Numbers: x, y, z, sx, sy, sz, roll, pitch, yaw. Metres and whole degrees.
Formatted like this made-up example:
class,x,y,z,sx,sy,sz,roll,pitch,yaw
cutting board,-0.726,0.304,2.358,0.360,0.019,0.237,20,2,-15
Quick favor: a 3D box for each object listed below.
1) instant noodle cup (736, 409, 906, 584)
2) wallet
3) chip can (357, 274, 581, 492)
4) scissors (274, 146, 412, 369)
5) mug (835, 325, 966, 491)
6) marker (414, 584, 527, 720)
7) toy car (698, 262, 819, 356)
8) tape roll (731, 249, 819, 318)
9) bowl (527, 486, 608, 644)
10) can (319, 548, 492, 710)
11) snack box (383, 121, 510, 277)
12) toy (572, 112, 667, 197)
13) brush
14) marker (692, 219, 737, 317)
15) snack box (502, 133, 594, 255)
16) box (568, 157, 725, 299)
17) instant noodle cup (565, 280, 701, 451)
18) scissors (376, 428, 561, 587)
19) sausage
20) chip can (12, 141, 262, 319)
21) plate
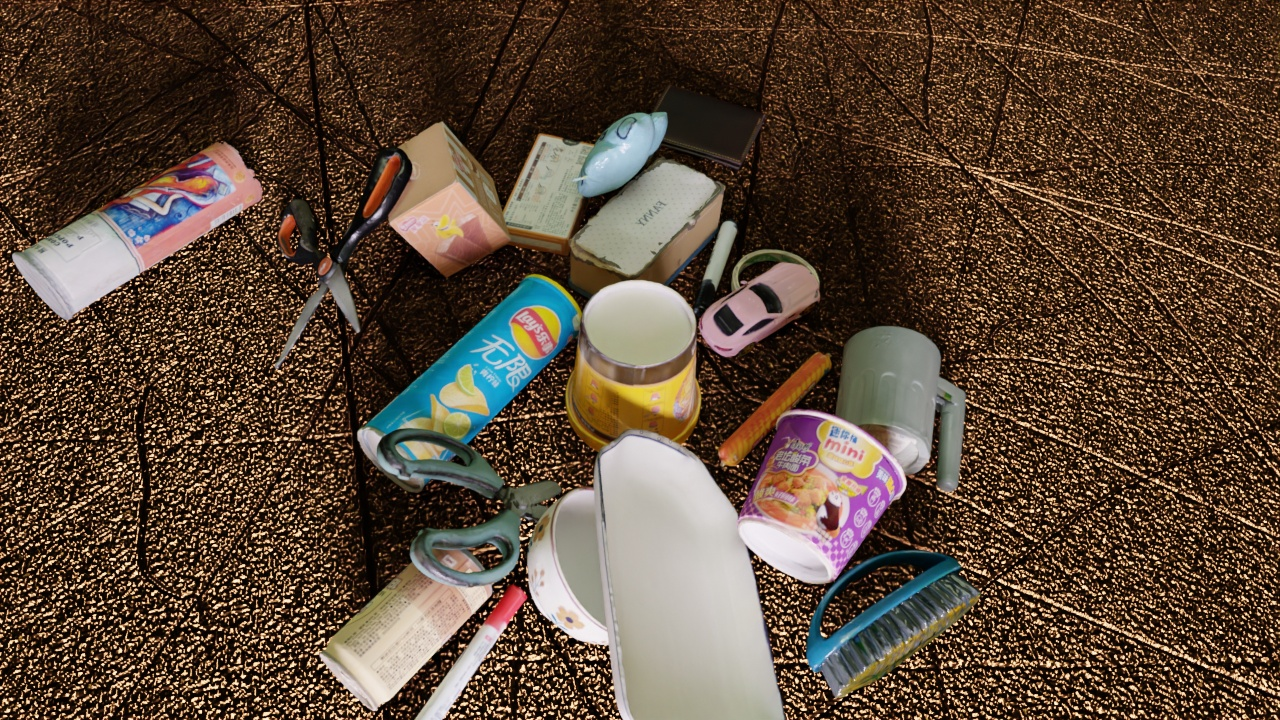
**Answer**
class,x,y,z,sx,sy,sz,roll,pitch,yaw
instant noodle cup,0.133,0.108,0.705,0.111,0.112,0.099,27,62,17
wallet,0.072,-0.268,1.050,0.122,0.020,0.096,20,58,10
chip can,-0.139,0.015,0.780,0.071,0.071,0.209,30,56,19
scissors,-0.286,-0.102,0.842,0.221,0.021,0.233,27,85,43
mug,0.225,0.045,0.782,0.124,0.084,0.103,29,52,-13
marker,-0.127,0.222,0.652,0.017,0.017,0.144,26,55,16
toy car,0.111,-0.050,0.854,0.122,0.037,0.056,-32,69,-9
tape roll,0.133,-0.075,0.904,0.086,0.014,0.085,1,52,-2
bowl,-0.041,0.156,0.668,0.113,0.062,0.113,35,35,-30
can,-0.164,0.184,0.652,0.058,0.059,0.116,33,57,21
snack box,-0.189,-0.153,0.881,0.077,0.094,0.092,-28,54,10
toy,-0.019,-0.203,0.910,0.050,0.162,0.155,43,59,-3
brush,0.179,0.183,0.676,0.143,0.055,0.073,-25,59,-21
marker,0.076,-0.094,0.911,0.018,0.023,0.130,32,53,-15
snack box,-0.092,-0.177,0.962,0.075,0.026,0.153,12,52,5
box,0.004,-0.121,0.904,0.090,0.062,0.183,32,58,21
instant noodle cup,-0.005,0.004,0.769,0.118,0.115,0.118,1,51,-2
scissors,-0.126,0.096,0.693,0.172,0.019,0.176,48,29,15
sausage,0.120,0.041,0.806,0.021,0.021,0.164,36,58,23
chip can,-0.470,-0.128,0.873,0.071,0.071,0.214,33,56,21
plate,0.025,0.172,0.648,0.162,0.034,0.265,26,41,-38
